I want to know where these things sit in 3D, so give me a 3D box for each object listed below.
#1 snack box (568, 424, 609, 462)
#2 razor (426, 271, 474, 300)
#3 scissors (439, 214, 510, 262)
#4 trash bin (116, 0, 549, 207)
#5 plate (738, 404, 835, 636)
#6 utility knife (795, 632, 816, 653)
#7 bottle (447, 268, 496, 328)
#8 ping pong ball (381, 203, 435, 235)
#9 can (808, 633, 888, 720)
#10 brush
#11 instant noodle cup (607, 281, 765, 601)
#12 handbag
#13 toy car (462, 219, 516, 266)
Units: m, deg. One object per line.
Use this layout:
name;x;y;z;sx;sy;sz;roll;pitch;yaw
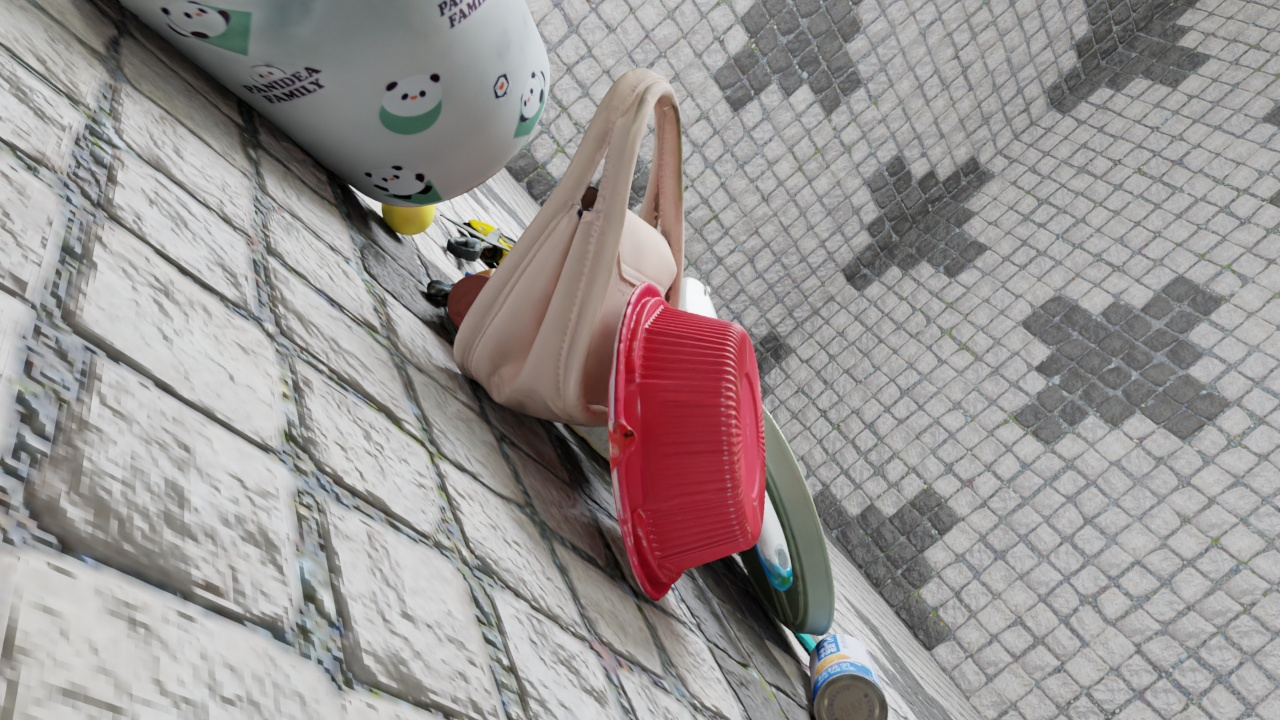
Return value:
snack box;-0.021;0.060;0.773;0.140;0.034;0.087;44;6;-32
razor;-0.133;-0.052;0.698;0.043;0.022;0.142;16;7;4
scissors;-0.148;-0.113;0.894;0.181;0.014;0.159;25;15;23
trash bin;-0.189;-0.242;0.588;0.229;0.229;0.252;51;-1;28
plate;0.109;0.137;0.821;0.230;0.027;0.230;162;-89;-80
utility knife;0.193;0.311;0.822;0.029;0.013;0.222;47;2;-43
bottle;-0.096;-0.034;0.676;0.057;0.057;0.175;49;5;6
ping pong ball;-0.176;-0.115;0.697;0.040;0.040;0.040;48;4;-5
can;0.162;0.256;0.725;0.053;0.053;0.134;49;4;8
brush;0.055;0.056;0.763;0.060;0.110;0.313;17;50;-33
instant noodle cup;0.037;0.046;0.556;0.193;0.066;0.194;-4;89;-77
handbag;-0.019;-0.073;0.603;0.093;0.234;0.193;19;2;16
toy car;-0.134;-0.102;1.016;0.156;0.041;0.071;46;5;-20
